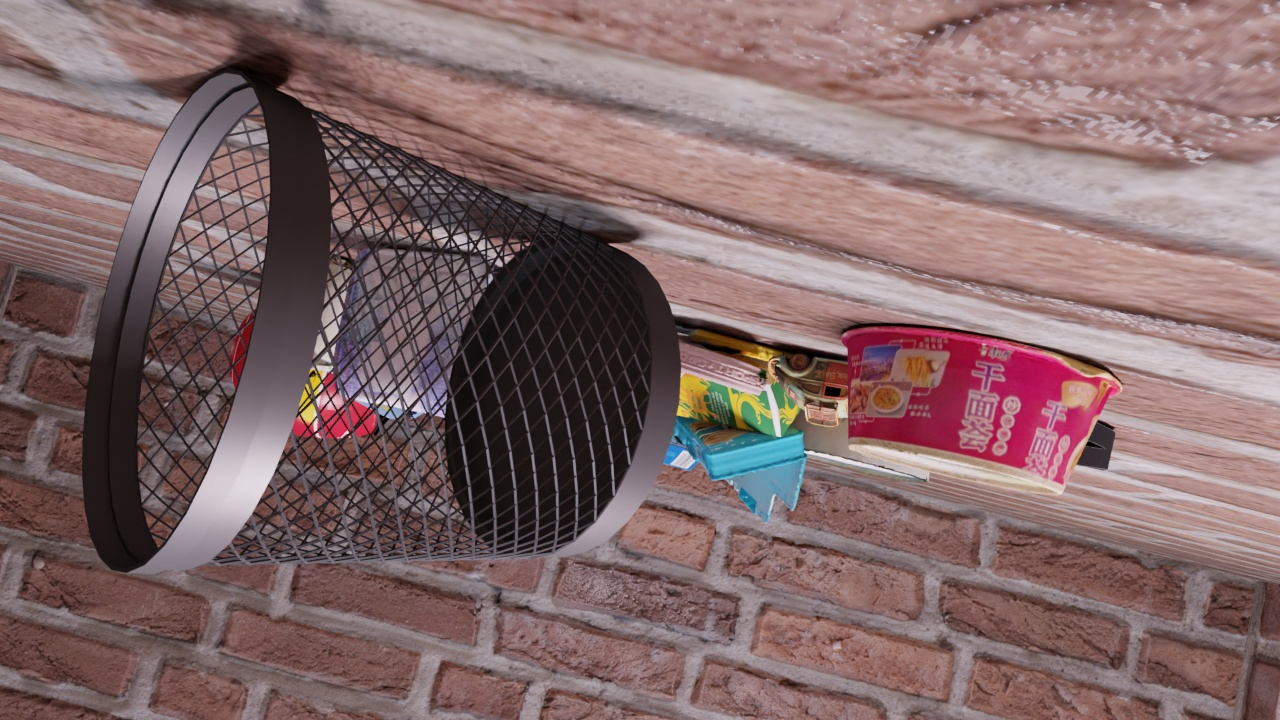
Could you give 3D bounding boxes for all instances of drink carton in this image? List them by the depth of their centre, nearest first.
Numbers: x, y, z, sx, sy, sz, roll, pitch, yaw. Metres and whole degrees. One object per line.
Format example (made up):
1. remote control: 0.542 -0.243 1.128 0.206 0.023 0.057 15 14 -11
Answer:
1. drink carton: 0.078 0.024 0.833 0.123 0.041 0.058 9 131 35

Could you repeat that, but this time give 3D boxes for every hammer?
1. hammer: 0.243 0.044 0.803 0.306 0.040 0.132 13 177 21

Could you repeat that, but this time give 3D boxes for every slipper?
1. slipper: -0.005 0.005 0.792 0.240 0.064 0.094 16 178 36

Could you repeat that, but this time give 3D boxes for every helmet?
1. helmet: -0.455 0.006 1.294 0.224 0.197 0.271 15 -178 -10

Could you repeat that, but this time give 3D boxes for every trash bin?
1. trash bin: -0.125 0.001 0.472 0.227 0.217 0.218 14 175 -42

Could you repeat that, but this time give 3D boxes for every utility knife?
1. utility knife: 0.073 -0.015 0.768 0.227 0.019 0.030 18 165 -3

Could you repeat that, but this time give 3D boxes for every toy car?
1. toy car: 0.154 0.027 0.733 0.112 0.047 0.047 8 157 20

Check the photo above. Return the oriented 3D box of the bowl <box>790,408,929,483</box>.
1. bowl: 0.217 0.071 0.920 0.153 0.073 0.153 14 175 1

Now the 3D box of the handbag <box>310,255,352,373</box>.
1. handbag: -0.290 -0.036 0.958 0.123 0.112 0.171 21 179 32

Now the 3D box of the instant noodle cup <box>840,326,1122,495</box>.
1. instant noodle cup: 0.214 0.038 0.610 0.178 0.077 0.179 14 174 1

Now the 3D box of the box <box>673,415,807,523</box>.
1. box: 0.090 0.099 0.928 0.097 0.117 0.227 -13 -165 -9

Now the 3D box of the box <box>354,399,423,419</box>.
1. box: -0.193 0.004 0.887 0.122 0.047 0.210 0 154 -40

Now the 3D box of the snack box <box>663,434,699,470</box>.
1. snack box: 0.007 0.057 1.073 0.088 0.033 0.154 21 -152 -44

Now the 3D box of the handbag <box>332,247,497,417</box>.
1. handbag: -0.169 -0.020 0.737 0.159 0.126 0.069 9 174 31
